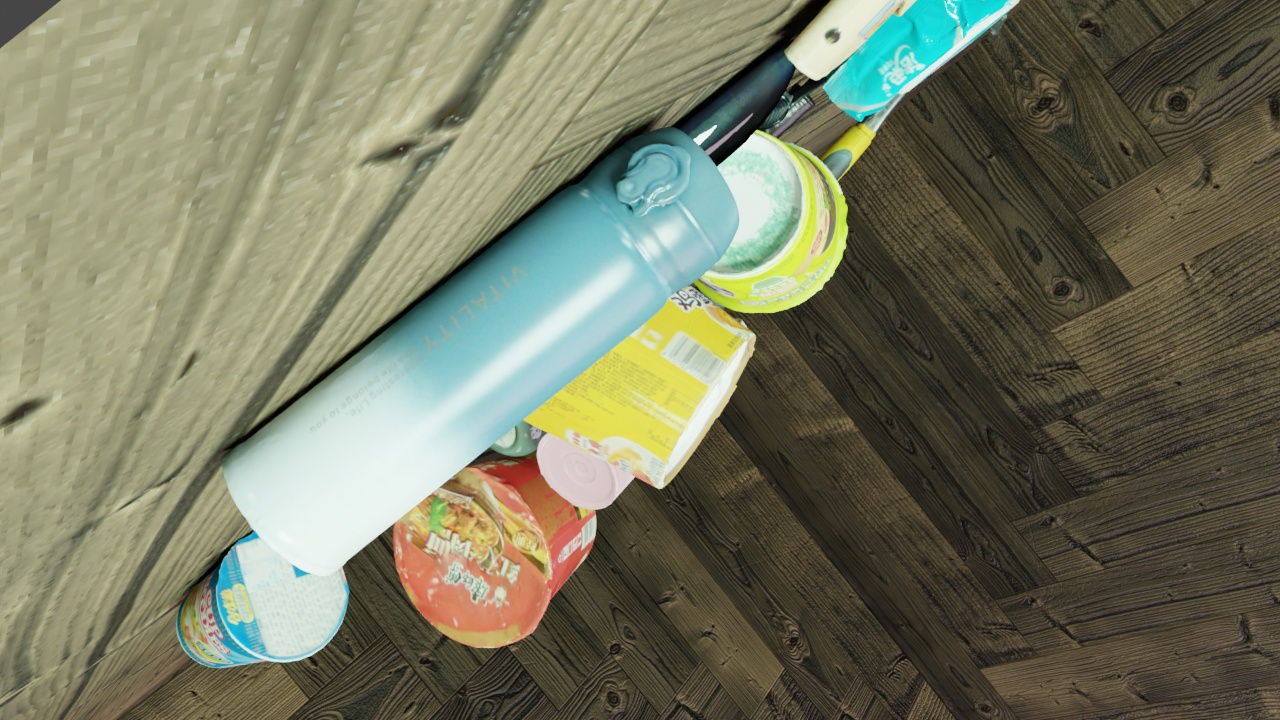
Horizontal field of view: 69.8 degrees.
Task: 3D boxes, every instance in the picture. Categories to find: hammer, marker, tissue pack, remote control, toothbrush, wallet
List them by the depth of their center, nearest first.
[{"bbox_3d":[0.113,-0.167,0.387,0.115,0.024,0.087,-45,175,25],"label":"wallet"},{"bbox_3d":[0.025,-0.098,0.430,0.136,0.024,0.053,-38,-179,4],"label":"remote control"},{"bbox_3d":[0.169,-0.197,0.516,0.133,0.050,0.093,-39,180,-30],"label":"tissue pack"},{"bbox_3d":[0.133,-0.194,0.580,0.188,0.014,0.018,-39,172,-24],"label":"toothbrush"},{"bbox_3d":[0.059,-0.132,0.609,0.132,0.020,0.022,-39,-157,23],"label":"marker"},{"bbox_3d":[0.151,-0.156,0.682,0.323,0.032,0.126,-48,-173,6],"label":"hammer"}]

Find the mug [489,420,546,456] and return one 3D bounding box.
[{"bbox_3d":[-0.093,0.018,0.731,0.112,0.082,0.106,5,-148,40],"label":"mug"}]

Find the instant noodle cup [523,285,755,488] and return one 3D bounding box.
[{"bbox_3d":[-0.003,0.003,0.554,0.137,0.110,0.138,-55,168,-18],"label":"instant noodle cup"}]

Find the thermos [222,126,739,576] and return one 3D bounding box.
[{"bbox_3d":[-0.059,-0.007,0.365,0.220,0.070,0.070,-39,-179,0],"label":"thermos"}]

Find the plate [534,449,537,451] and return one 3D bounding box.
[{"bbox_3d":[-0.056,0.018,0.869,0.231,0.027,0.229,-49,-157,29],"label":"plate"}]

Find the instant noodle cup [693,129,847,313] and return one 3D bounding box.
[{"bbox_3d":[0.062,-0.083,0.531,0.112,0.111,0.123,-38,174,13],"label":"instant noodle cup"}]

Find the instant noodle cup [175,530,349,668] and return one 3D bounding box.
[{"bbox_3d":[-0.290,0.186,0.687,0.110,0.099,0.099,-29,-174,36],"label":"instant noodle cup"}]

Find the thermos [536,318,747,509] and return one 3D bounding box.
[{"bbox_3d":[0.012,0.025,0.680,0.087,0.067,0.198,-21,-166,43],"label":"thermos"}]

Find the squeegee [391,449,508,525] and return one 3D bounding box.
[{"bbox_3d":[-0.210,0.112,0.722,0.248,0.040,0.249,-20,173,6],"label":"squeegee"}]

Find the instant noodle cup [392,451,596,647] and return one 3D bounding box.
[{"bbox_3d":[-0.104,0.138,0.715,0.138,0.138,0.108,-38,173,24],"label":"instant noodle cup"}]
